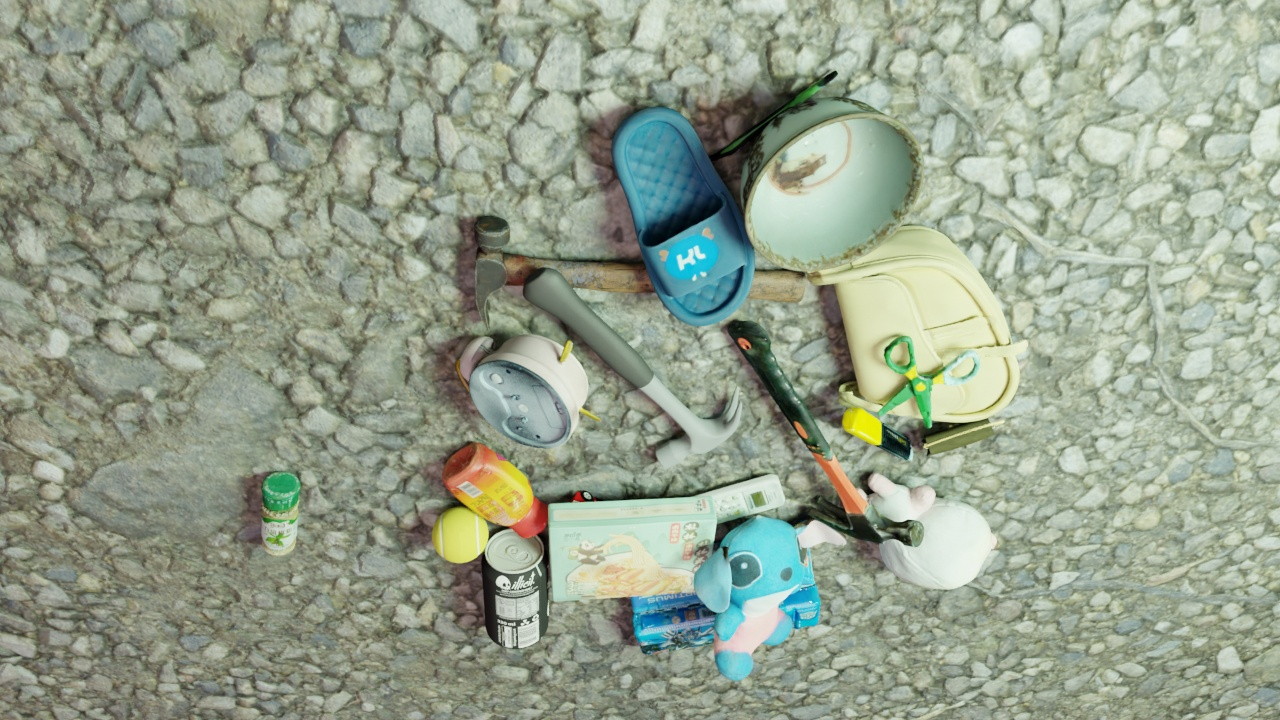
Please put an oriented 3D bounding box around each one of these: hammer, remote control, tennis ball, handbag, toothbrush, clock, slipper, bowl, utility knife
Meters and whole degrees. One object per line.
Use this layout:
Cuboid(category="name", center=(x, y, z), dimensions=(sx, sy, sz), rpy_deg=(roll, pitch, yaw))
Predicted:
Cuboid(category="hammer", center=(-0.006, 0.006, 0.951), dimensions=(0.125, 0.029, 0.311), rpy_deg=(-30, 129, 21))
Cuboid(category="remote control", center=(0.105, 0.170, 1.107), dimensions=(0.133, 0.022, 0.050), rpy_deg=(-17, 127, 7))
Cuboid(category="tennis ball", center=(-0.212, 0.205, 1.078), dimensions=(0.065, 0.065, 0.065), rpy_deg=(-2, 126, -3))
Cuboid(category="handbag", center=(0.284, -0.029, 0.939), dimensions=(0.191, 0.088, 0.233), rpy_deg=(-16, 126, 11))
Cuboid(category="toothbrush", center=(0.100, -0.204, 0.839), dimensions=(0.188, 0.014, 0.017), rpy_deg=(-33, 135, 18))
Cuboid(category="hammer", center=(0.192, 0.085, 1.019), dimensions=(0.133, 0.033, 0.333), rpy_deg=(0, 132, 50))
Cuboid(category="clock", center=(-0.126, 0.028, 0.941), dimensions=(0.158, 0.058, 0.117), rpy_deg=(2, 130, 30))
Cuboid(category="slipper", center=(0.042, -0.127, 0.837), dimensions=(0.104, 0.059, 0.214), rpy_deg=(-20, 115, 5))
Cuboid(category="bowl", center=(0.156, -0.169, 0.812), dimensions=(0.160, 0.093, 0.160), rpy_deg=(-9, 136, -9))
Cuboid(category="hammer", center=(0.001, -0.075, 0.917), dimensions=(0.330, 0.033, 0.120), rpy_deg=(3, 130, -8))
Cuboid(category="utility knife", center=(0.273, 0.087, 1.032), dimensions=(0.174, 0.020, 0.028), rpy_deg=(27, 79, -47))
Cuboid(category="handbag", center=(0.349, 0.078, 0.992), dimensions=(0.084, 0.027, 0.178), rpy_deg=(-19, 168, 9))

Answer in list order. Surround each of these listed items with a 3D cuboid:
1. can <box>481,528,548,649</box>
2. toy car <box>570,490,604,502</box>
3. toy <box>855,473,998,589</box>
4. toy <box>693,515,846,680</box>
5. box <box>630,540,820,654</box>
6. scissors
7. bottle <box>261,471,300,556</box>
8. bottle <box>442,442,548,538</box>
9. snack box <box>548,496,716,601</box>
Cuboid(category="can", center=(-0.154, 0.283, 1.131), dimensions=(0.080, 0.080, 0.146), rpy_deg=(0, 126, -5))
Cuboid(category="toy car", center=(-0.051, 0.187, 1.104), dimensions=(0.089, 0.025, 0.038), rpy_deg=(26, 120, -22))
Cuboid(category="toy", center=(0.334, 0.205, 1.114), dimensions=(0.179, 0.101, 0.139), rpy_deg=(40, 132, -2))
Cuboid(category="toy", center=(0.149, 0.274, 1.106), dimensions=(0.223, 0.099, 0.192), rpy_deg=(-15, 118, -39))
Cuboid(category="box", center=(0.109, 0.314, 1.192), dimensions=(0.243, 0.059, 0.176), rpy_deg=(-10, 126, 2))
Cuboid(category="scissors", center=(0.291, 0.022, 0.928), dimensions=(0.123, 0.011, 0.127), rpy_deg=(-8, 128, 22))
Cuboid(category="bottle", center=(-0.416, 0.179, 1.057), dimensions=(0.042, 0.042, 0.110), rpy_deg=(10, 126, -12))
Cuboid(category="bottle", center=(-0.162, 0.153, 1.055), dimensions=(0.072, 0.048, 0.134), rpy_deg=(-32, 122, 19))
Cuboid(category="snack box", center=(-0.012, 0.225, 1.096), dimensions=(0.193, 0.044, 0.142), rpy_deg=(-2, 132, -5))
